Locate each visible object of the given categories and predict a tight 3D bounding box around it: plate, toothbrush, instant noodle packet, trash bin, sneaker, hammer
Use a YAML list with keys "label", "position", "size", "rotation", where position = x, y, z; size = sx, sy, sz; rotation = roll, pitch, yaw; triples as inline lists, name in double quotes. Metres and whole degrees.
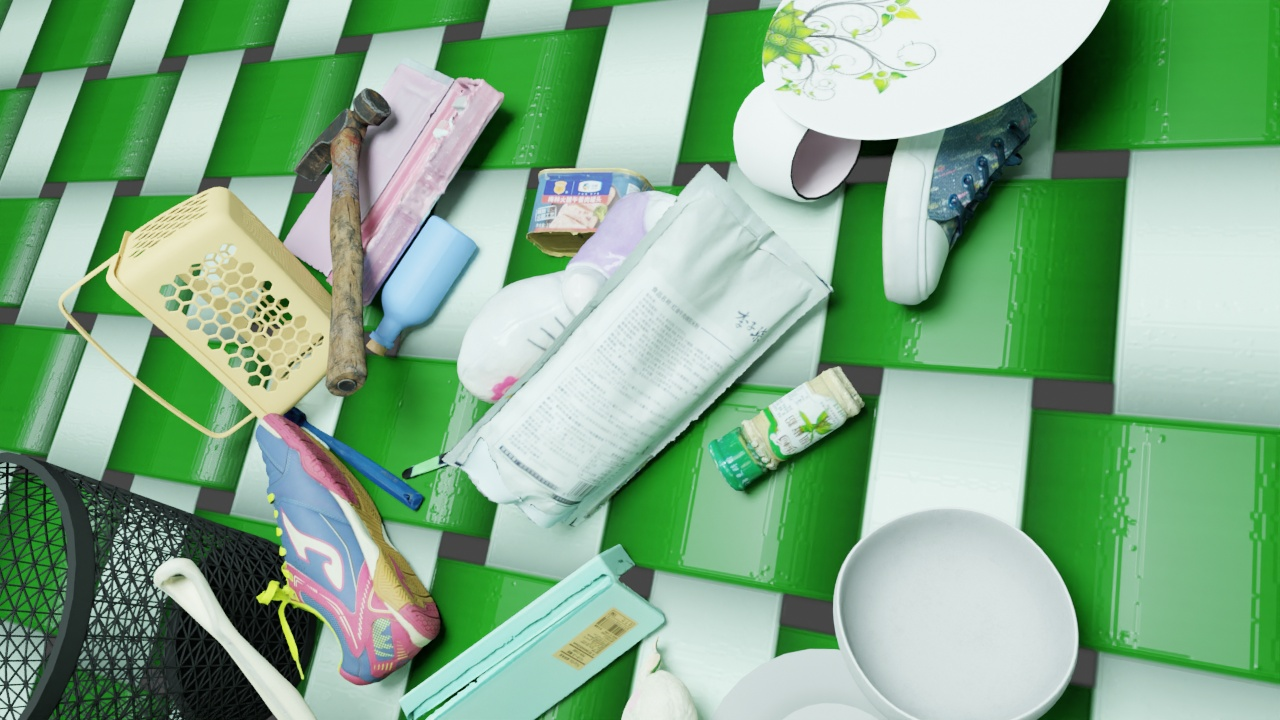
- label: "plate"
  position: [0.119, 0.270, 0.571]
  size: [0.173, 0.019, 0.172]
  rotation: [-8, 69, 22]
- label: "toothbrush"
  position: [-0.123, 0.066, 0.756]
  size: [0.188, 0.017, 0.014]
  rotation: [-21, 67, 18]
- label: "instant noodle packet"
  position: [-0.004, 0.004, 0.645]
  size: [0.269, 0.147, 0.057]
  rotation: [-46, 38, 11]
- label: "plate"
  position: [0.196, -0.230, 0.622]
  size: [0.230, 0.030, 0.229]
  rotation: [-16, 53, 23]
- label: "toothbrush"
  position: [-0.261, 0.083, 0.813]
  size: [0.190, 0.017, 0.016]
  rotation: [26, 85, 30]
- label: "trash bin"
  position: [-0.398, 0.203, 0.703]
  size: [0.217, 0.243, 0.216]
  rotation: [-8, 69, 22]
- label: "sneaker"
  position: [-0.260, 0.147, 0.732]
  size: [0.091, 0.116, 0.242]
  rotation: [-39, 67, -3]
- label: "sneaker"
  position: [0.225, -0.147, 0.631]
  size: [0.079, 0.087, 0.235]
  rotation: [13, 75, 24]
- label: "hammer"
  position: [-0.261, -0.101, 0.799]
  size: [0.120, 0.033, 0.329]
  rotation: [-36, 47, 25]

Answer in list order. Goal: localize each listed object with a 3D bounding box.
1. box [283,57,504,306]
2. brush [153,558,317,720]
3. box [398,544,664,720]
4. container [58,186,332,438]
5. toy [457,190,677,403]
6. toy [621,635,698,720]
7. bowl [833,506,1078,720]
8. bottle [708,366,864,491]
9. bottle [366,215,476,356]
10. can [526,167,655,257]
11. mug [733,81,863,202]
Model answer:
- label: "box"
  position: [-0.234, -0.172, 0.873]
  size: [0.180, 0.055, 0.233]
  rotation: [32, 88, 45]
- label: "brush"
  position: [-0.238, 0.243, 0.637]
  size: [0.062, 0.077, 0.272]
  rotation: [-37, 102, -2]
- label: "box"
  position: [-0.073, 0.218, 0.653]
  size: [0.189, 0.077, 0.079]
  rotation: [-37, 78, 7]
- label: "container"
  position: [-0.373, -0.034, 0.798]
  size: [0.167, 0.183, 0.129]
  rotation: [-38, 34, -2]
- label: "toy"
  position: [-0.042, -0.046, 0.687]
  size: [0.209, 0.137, 0.085]
  rotation: [-39, 76, 7]
- label: "toy"
  position: [0.013, 0.238, 0.603]
  size: [0.050, 0.087, 0.112]
  rotation: [-11, 44, -26]
- label: "bowl"
  position: [0.183, 0.159, 0.546]
  size: [0.132, 0.064, 0.131]
  rotation: [-6, 56, 9]
- label: "bottle"
  position: [0.102, 0.047, 0.644]
  size: [0.110, 0.042, 0.042]
  rotation: [-34, 62, 10]
- label: "bottle"
  position: [-0.201, -0.062, 0.817]
  size: [0.048, 0.048, 0.131]
  rotation: [32, 88, 30]
- label: "can"
  position: [-0.042, -0.121, 0.761]
  size: [0.100, 0.054, 0.059]
  rotation: [4, 75, 26]
- label: "mug"
  position: [0.127, -0.177, 0.687]
  size: [0.123, 0.090, 0.076]
  rotation: [-37, 49, -11]
